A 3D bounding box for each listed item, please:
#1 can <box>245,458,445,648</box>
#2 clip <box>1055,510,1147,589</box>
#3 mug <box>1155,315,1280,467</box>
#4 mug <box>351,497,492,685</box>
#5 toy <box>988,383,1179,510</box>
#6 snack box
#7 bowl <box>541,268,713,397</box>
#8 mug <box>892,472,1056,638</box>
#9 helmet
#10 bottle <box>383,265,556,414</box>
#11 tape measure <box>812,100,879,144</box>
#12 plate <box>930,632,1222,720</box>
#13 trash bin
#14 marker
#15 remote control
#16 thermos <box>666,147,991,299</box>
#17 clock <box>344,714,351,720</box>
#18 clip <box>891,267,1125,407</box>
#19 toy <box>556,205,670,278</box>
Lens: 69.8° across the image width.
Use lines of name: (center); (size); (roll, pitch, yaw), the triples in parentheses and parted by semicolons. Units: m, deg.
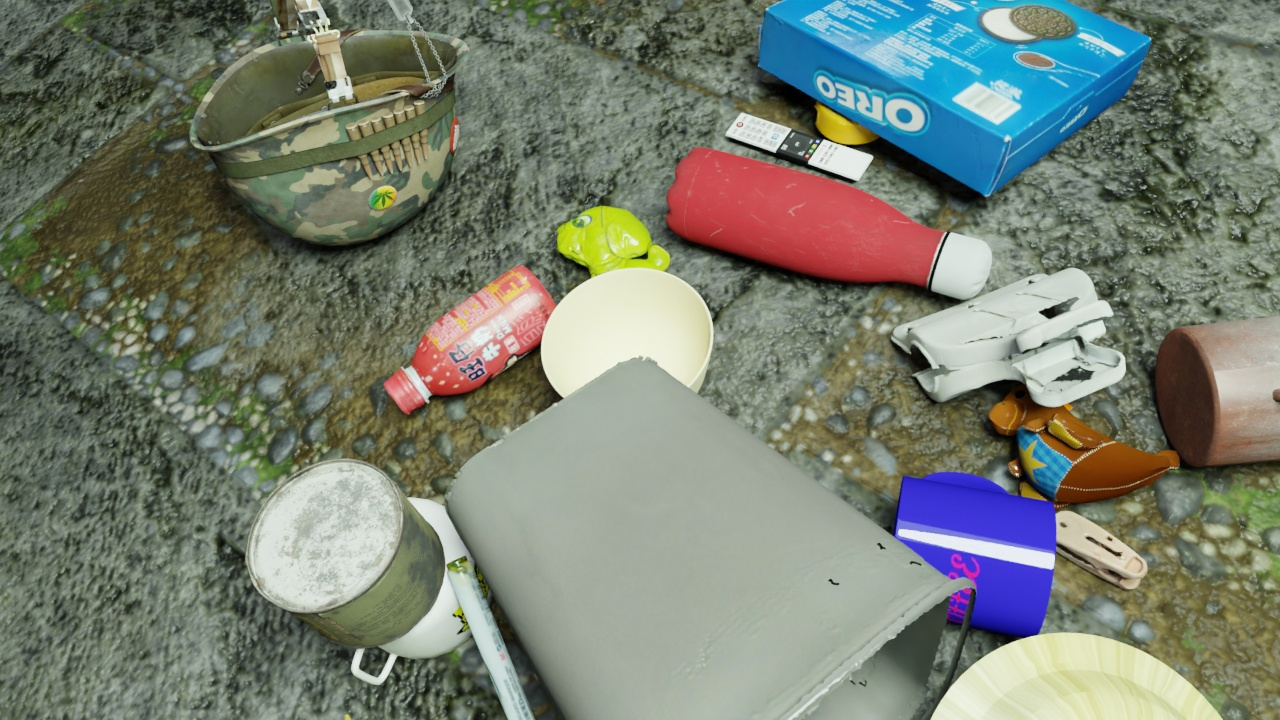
can: (-0.168, 0.113, 0.534); (0.090, 0.075, 0.089); (-4, 58, 7)
clip: (0.275, 0.114, 0.553); (0.025, 0.049, 0.061); (-41, 88, -14)
mug: (0.381, 0.017, 0.539); (0.110, 0.123, 0.096); (-12, 86, 9)
mug: (-0.152, 0.151, 0.594); (0.094, 0.068, 0.115); (13, 62, 18)
toy: (0.282, 0.048, 0.585); (0.103, 0.071, 0.090); (-5, 40, -8)
snack box: (0.247, -0.250, 0.743); (0.195, 0.056, 0.239); (-34, 57, -25)
bowl: (-0.004, 0.004, 0.650); (0.118, 0.074, 0.117); (-5, 58, 8)
mug: (0.196, 0.107, 0.552); (0.083, 0.079, 0.111); (9, 33, 16)
helmet: (-0.245, -0.215, 0.736); (0.224, 0.236, 0.192); (-36, 44, -7)
bottle: (-0.128, -0.011, 0.692); (0.137, 0.062, 0.062); (-37, 59, -10)
tape measure: (0.177, -0.204, 0.763); (0.068, 0.030, 0.058); (18, 56, 15)
plate: (0.232, 0.230, 0.454); (0.184, 0.036, 0.184); (1, 72, -2)
trash bin: (0.022, 0.136, 0.500); (0.197, 0.198, 0.220); (-33, 52, -18)
marker: (-0.082, 0.187, 0.549); (0.017, 0.017, 0.146); (-23, 86, -3)
remote control: (0.132, -0.178, 0.770); (0.124, 0.012, 0.028); (26, 67, 24)
thermos: (0.138, -0.098, 0.684); (0.240, 0.073, 0.073); (20, 65, 21)
clock: (-0.147, 0.264, 0.532); (0.119, 0.057, 0.083); (34, 70, 20)
clip: (0.252, -0.008, 0.604); (0.125, 0.089, 0.150); (-24, 22, -2)
toy: (-0.023, -0.085, 0.732); (0.094, 0.036, 0.093); (-2, 65, 8)
